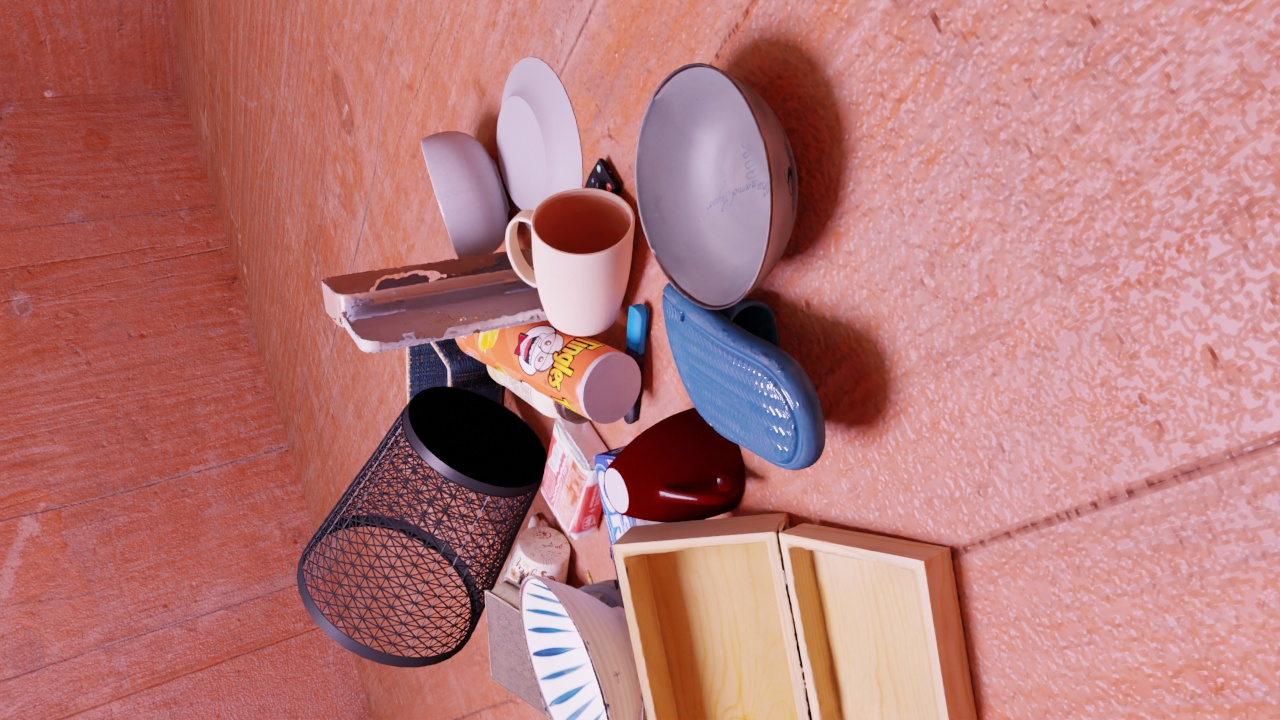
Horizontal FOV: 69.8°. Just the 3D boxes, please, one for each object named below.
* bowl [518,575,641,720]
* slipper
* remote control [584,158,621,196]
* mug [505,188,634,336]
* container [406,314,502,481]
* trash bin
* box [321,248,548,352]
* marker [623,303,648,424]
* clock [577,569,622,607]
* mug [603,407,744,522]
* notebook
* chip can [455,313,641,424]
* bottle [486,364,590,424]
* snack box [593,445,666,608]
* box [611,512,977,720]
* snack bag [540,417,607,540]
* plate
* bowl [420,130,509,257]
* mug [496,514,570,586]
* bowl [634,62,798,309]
[{"bbox_3d":[-0.037,0.258,0.785,0.177,0.070,0.177,39,137,49],"label":"bowl"},{"bbox_3d":[0.070,0.007,0.621,0.214,0.059,0.104,-136,31,-61],"label":"slipper"},{"bbox_3d":[-0.044,-0.122,0.806,0.039,0.010,0.125,62,148,22],"label":"remote control"},{"bbox_3d":[-0.062,-0.082,0.765,0.111,0.085,0.104,21,140,16],"label":"mug"},{"bbox_3d":[-0.232,0.035,1.138,0.145,0.071,0.188,47,140,40],"label":"container"},{"bbox_3d":[-0.231,0.174,1.022,0.217,0.216,0.244,51,119,37],"label":"trash bin"},{"bbox_3d":[-0.167,-0.060,0.836,0.149,0.215,0.043,24,122,56],"label":"box"},{"bbox_3d":[-0.005,0.005,0.791,0.018,0.015,0.123,39,137,38],"label":"marker"},{"bbox_3d":[-0.025,0.261,0.864,0.124,0.051,0.089,42,95,25],"label":"clock"},{"bbox_3d":[0.026,0.090,0.698,0.114,0.088,0.087,17,117,57],"label":"mug"},{"bbox_3d":[-0.077,0.348,0.975,0.216,0.034,0.190,23,127,28],"label":"notebook"},{"bbox_3d":[-0.090,-0.005,0.831,0.210,0.062,0.062,23,122,46],"label":"chip can"},{"bbox_3d":[-0.096,0.019,0.912,0.162,0.056,0.056,26,125,53],"label":"bottle"},{"bbox_3d":[0.014,0.185,0.794,0.059,0.059,0.226,5,107,64],"label":"snack box"},{"bbox_3d":[0.110,0.237,0.629,0.262,0.096,0.247,-5,99,45],"label":"box"},{"bbox_3d":[-0.065,0.116,0.921,0.077,0.036,0.116,52,143,34],"label":"snack bag"},{"bbox_3d":[-0.106,-0.196,0.870,0.173,0.019,0.173,33,130,51],"label":"plate"},{"bbox_3d":[-0.171,-0.170,0.934,0.132,0.064,0.132,162,91,-84],"label":"bowl"},{"bbox_3d":[-0.120,0.229,1.050,0.121,0.081,0.097,-101,24,-54],"label":"mug"},{"bbox_3d":[0.058,-0.112,0.586,0.151,0.056,0.151,34,131,50],"label":"bowl"}]
